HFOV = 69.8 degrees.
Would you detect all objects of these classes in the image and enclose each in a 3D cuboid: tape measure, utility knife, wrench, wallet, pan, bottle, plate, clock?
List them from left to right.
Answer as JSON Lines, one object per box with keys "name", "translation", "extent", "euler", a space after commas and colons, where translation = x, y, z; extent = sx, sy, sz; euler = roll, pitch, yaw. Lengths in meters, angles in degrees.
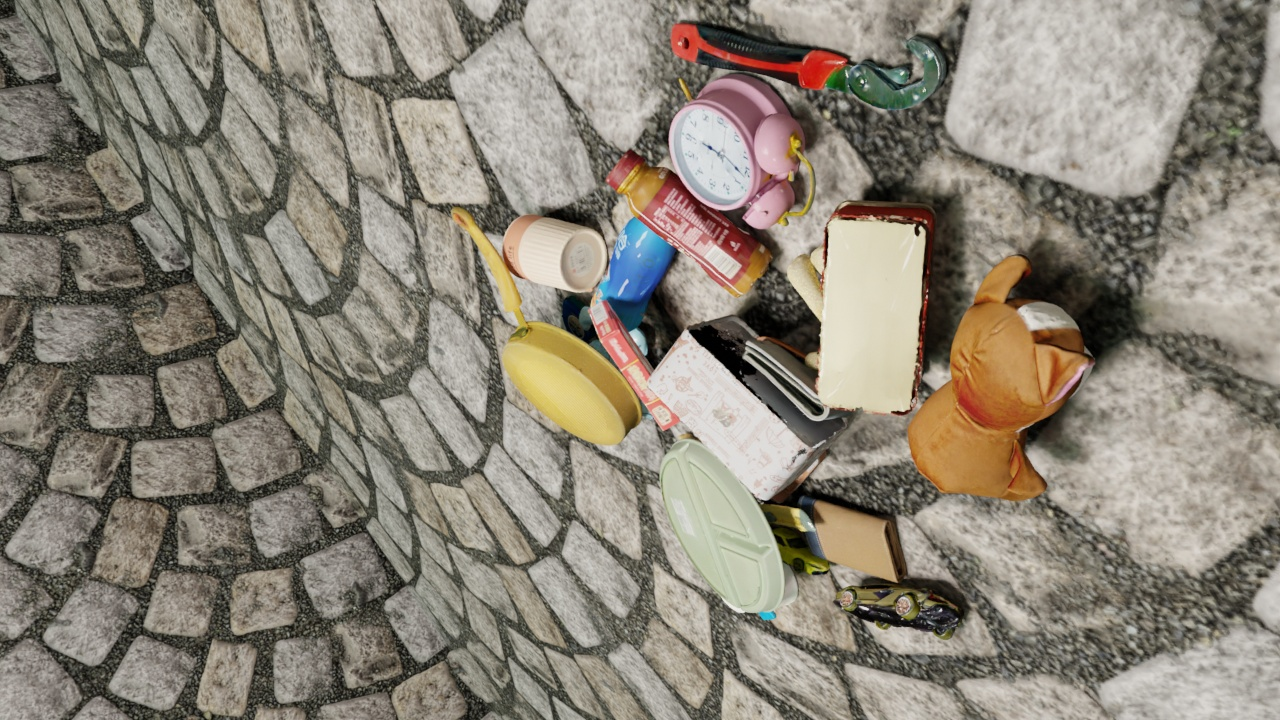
{"name": "pan", "translation": [-0.129, -0.036, 1.144], "extent": [0.357, 0.078, 0.198], "euler": [48, 152, -20]}
{"name": "tape measure", "translation": [-0.079, -0.052, 1.210], "extent": [0.058, 0.025, 0.055], "euler": [45, 149, 23]}
{"name": "bottle", "translation": [-0.001, -0.110, 1.015], "extent": [0.065, 0.065, 0.219], "euler": [47, 147, 12]}
{"name": "bottle", "translation": [0.046, -0.135, 0.891], "extent": [0.175, 0.057, 0.058], "euler": [38, 149, -7]}
{"name": "plate", "translation": [0.090, 0.202, 1.100], "extent": [0.230, 0.027, 0.231], "euler": [46, 150, 37]}
{"name": "clock", "translation": [0.095, -0.184, 0.825], "extent": [0.158, 0.059, 0.117], "euler": [36, 144, 26]}
{"name": "utility knife", "translation": [0.157, 0.185, 1.098], "extent": [0.205, 0.021, 0.031], "euler": [162, 87, -76]}
{"name": "wrench", "translation": [0.126, -0.249, 0.762], "extent": [0.274, 0.016, 0.056], "euler": [24, 135, 40]}
{"name": "wallet", "translation": [0.156, 0.014, 0.885], "extent": [0.106, 0.129, 0.037], "euler": [45, 106, 18]}
{"name": "wallet", "translation": [0.234, 0.197, 1.021], "extent": [0.115, 0.033, 0.090], "euler": [11, 130, 47]}

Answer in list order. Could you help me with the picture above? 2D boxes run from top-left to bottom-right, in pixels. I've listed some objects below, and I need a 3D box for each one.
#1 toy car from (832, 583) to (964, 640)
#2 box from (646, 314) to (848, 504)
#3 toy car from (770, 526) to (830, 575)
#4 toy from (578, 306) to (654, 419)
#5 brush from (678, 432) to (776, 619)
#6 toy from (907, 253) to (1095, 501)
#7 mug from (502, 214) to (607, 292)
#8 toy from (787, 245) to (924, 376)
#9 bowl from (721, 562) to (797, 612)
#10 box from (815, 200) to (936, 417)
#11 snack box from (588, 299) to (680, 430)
{"name": "toy car", "translation": [0.279, 0.271, 1.007], "extent": [0.070, 0.042, 0.158], "euler": [33, 154, -24]}
{"name": "box", "translation": [0.117, 0.056, 0.989], "extent": [0.179, 0.134, 0.270], "euler": [46, 178, 15]}
{"name": "toy car", "translation": [0.182, 0.226, 1.107], "extent": [0.105, 0.048, 0.032], "euler": [25, 105, 40]}
{"name": "toy", "translation": [-0.028, 0.005, 1.170], "extent": [0.161, 0.049, 0.157], "euler": [45, 143, 7]}
{"name": "brush", "translation": [0.107, 0.207, 1.149], "extent": [0.083, 0.045, 0.254], "euler": [-32, 80, 56]}
{"name": "toy", "translation": [0.287, 0.024, 0.710], "extent": [0.200, 0.130, 0.140], "euler": [85, 166, -46]}
{"name": "mug", "translation": [-0.096, -0.122, 1.128], "extent": [0.106, 0.081, 0.114], "euler": [19, 160, 42]}
{"name": "toy", "translation": [0.192, -0.034, 0.842], "extent": [0.105, 0.066, 0.157], "euler": [-33, 88, 16]}
{"name": "bowl", "translation": [0.139, 0.290, 1.201], "extent": [0.118, 0.064, 0.118], "euler": [34, 143, 31]}
{"name": "box", "translation": [0.190, -0.041, 0.757], "extent": [0.091, 0.076, 0.168], "euler": [7, 112, 20]}
{"name": "snack box", "translation": [-0.006, 0.006, 1.047], "extent": [0.153, 0.025, 0.075], "euler": [56, -174, -35]}
